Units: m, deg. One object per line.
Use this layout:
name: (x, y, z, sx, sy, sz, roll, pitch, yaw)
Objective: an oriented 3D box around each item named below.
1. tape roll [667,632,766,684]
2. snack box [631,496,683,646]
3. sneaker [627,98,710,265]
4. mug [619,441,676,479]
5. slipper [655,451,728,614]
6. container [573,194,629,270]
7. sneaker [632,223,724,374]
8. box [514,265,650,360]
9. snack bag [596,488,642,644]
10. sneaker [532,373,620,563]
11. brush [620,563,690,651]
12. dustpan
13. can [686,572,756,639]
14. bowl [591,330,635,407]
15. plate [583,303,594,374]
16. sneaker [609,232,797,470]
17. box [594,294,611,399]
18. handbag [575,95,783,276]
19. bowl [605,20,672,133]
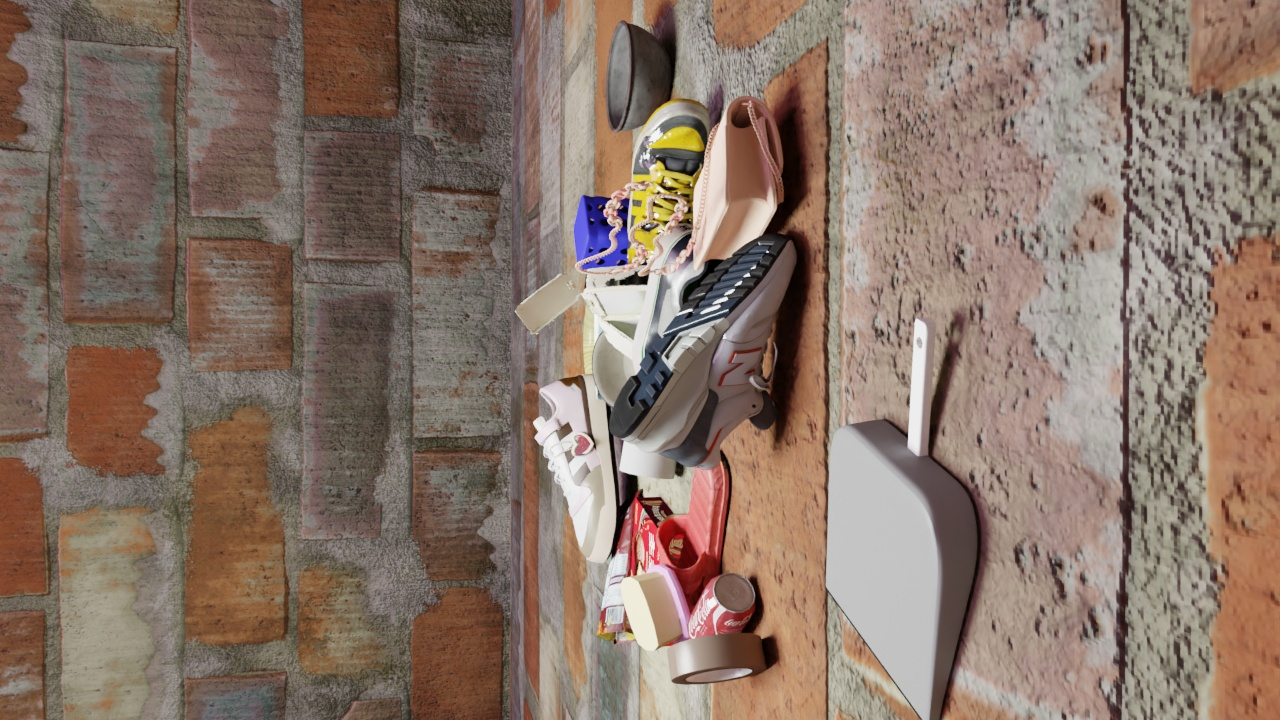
tape roll: (0.074, 0.293, 0.898, 0.094, 0.093, 0.030, 115, 152, -58)
snack box: (0.022, 0.275, 1.212, 0.132, 0.035, 0.152, -141, 52, -71)
sneaker: (0.032, -0.178, 1.076, 0.239, 0.086, 0.121, 102, 168, -50)
mug: (0.019, 0.102, 1.195, 0.107, 0.071, 0.089, 12, -93, -77)
slipper: (0.052, 0.217, 1.058, 0.103, 0.059, 0.249, -115, 30, -59)
container: (-0.028, -0.173, 1.257, 0.085, 0.113, 0.085, 112, 154, -55)
sneaker: (0.050, -0.034, 1.045, 0.079, 0.084, 0.236, 43, 140, 38)
box: (-0.047, -0.045, 1.117, 0.143, 0.182, 0.080, 60, -148, -57)
snack bag: (-0.030, 0.308, 1.368, 0.139, 0.066, 0.207, 115, 158, -60)
sneaker: (-0.104, 0.164, 1.406, 0.112, 0.116, 0.293, 141, 126, -71)
brush: (0.006, 0.294, 1.088, 0.229, 0.043, 0.089, 129, 124, -70)
dustpan: (0.179, 0.095, 0.635, 0.163, 0.033, 0.258, -124, 27, -65)
can: (0.083, 0.260, 0.943, 0.097, 0.054, 0.054, 107, 158, -48)
bowl: (-0.007, 0.007, 1.240, 0.116, 0.059, 0.115, 8, 101, 48)
plate: (-0.059, -0.029, 1.526, 0.184, 0.036, 0.184, 179, 91, -75)
sneaker: (0.086, 0.005, 0.855, 0.240, 0.124, 0.089, -49, 25, 0)
box: (-0.047, -0.021, 1.334, 0.085, 0.072, 0.199, -56, -18, -35)
handbag: (0.034, -0.169, 0.865, 0.199, 0.187, 0.116, 114, 153, -72)
bowl: (0.000, -0.381, 1.243, 0.145, 0.067, 0.145, 180, 91, -75)
